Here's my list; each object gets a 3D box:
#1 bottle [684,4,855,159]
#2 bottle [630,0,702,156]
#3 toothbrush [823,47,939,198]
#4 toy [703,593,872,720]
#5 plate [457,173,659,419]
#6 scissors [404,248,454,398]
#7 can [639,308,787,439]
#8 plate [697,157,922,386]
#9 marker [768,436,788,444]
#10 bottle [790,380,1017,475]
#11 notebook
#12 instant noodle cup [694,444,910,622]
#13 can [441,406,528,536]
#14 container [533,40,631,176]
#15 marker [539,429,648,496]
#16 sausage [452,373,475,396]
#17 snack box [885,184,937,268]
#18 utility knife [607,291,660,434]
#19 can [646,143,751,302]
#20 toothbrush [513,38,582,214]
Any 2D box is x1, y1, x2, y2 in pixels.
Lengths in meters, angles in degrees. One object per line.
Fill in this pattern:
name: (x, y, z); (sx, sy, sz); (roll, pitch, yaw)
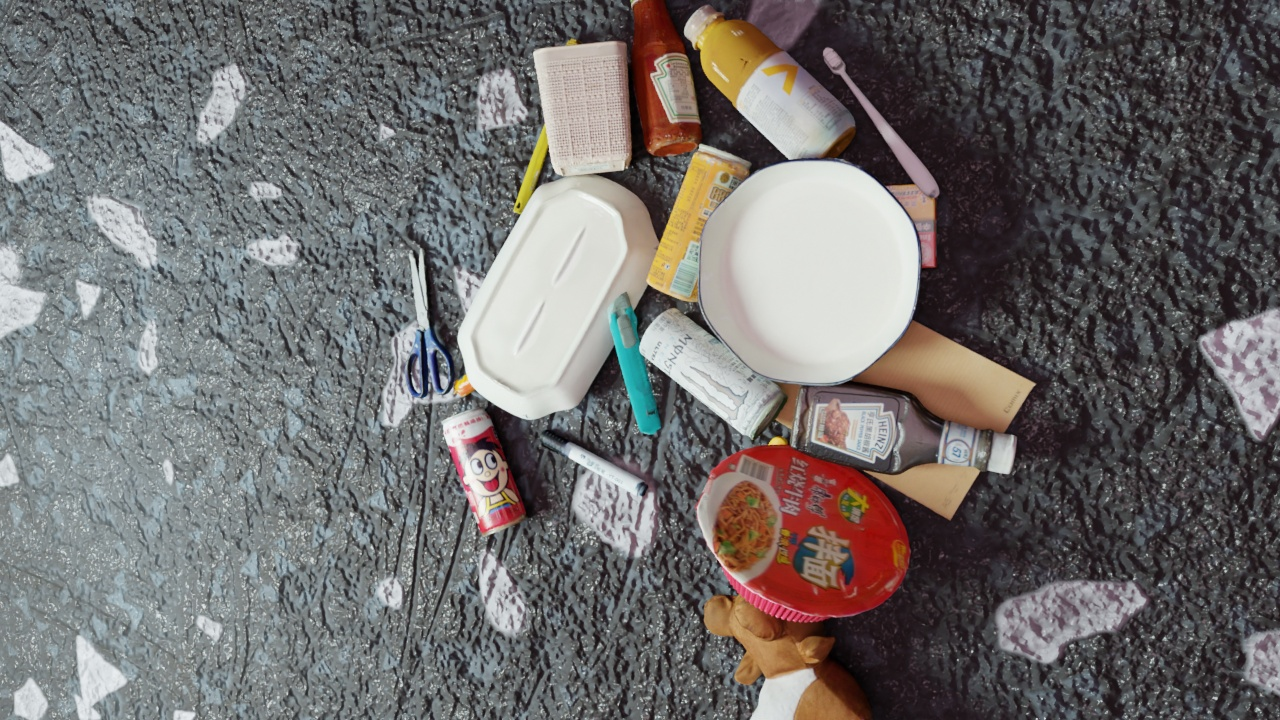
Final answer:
bottle: (0.117, -0.260, 0.864); (0.189, 0.068, 0.068); (47, 106, 11)
bottle: (0.016, -0.307, 0.904); (0.060, 0.059, 0.206); (-12, 87, 20)
toothbrush: (0.219, -0.219, 0.841); (0.016, 0.016, 0.180); (-36, 71, 18)
toy: (0.146, 0.302, 0.862); (0.130, 0.140, 0.199); (-34, 89, -20)
plate: (-0.091, -0.068, 0.947); (0.162, 0.034, 0.266); (32, 95, 12)
scissors: (-0.235, -0.042, 1.026); (0.125, 0.012, 0.174); (23, 104, 32)
can: (0.070, 0.012, 0.897); (0.147, 0.058, 0.058); (39, 105, 18)
plate: (0.155, -0.081, 0.845); (0.205, 0.045, 0.205); (2, 97, 19)
marker: (0.109, 0.127, 0.919); (0.018, 0.015, 0.124); (37, 107, 16)
bottle: (0.239, 0.067, 0.842); (0.195, 0.044, 0.080); (11, 100, 19)
notebook: (0.235, 0.035, 0.870); (0.211, 0.012, 0.150); (30, 104, 16)
instant noodle cup: (0.142, 0.166, 0.841); (0.194, 0.193, 0.066); (28, 134, 16)
can: (-0.170, 0.120, 0.997); (0.053, 0.053, 0.132); (-23, 85, 19)
container: (-0.053, -0.245, 0.907); (0.090, 0.090, 0.111); (-6, 94, -2)
marker: (-0.051, 0.110, 0.974); (0.131, 0.018, 0.023); (27, 110, 17)
sausage: (-0.143, -0.004, 0.997); (0.165, 0.021, 0.021); (-32, 82, 18)
snack box: (0.197, -0.123, 0.865); (0.156, 0.027, 0.077); (0, 94, 20)
utility knife: (-0.006, 0.005, 0.934); (0.029, 0.013, 0.151); (-17, 104, -6)
can: (0.057, -0.133, 0.898); (0.058, 0.058, 0.146); (24, 101, 17)
toothbrush: (-0.099, -0.246, 0.969); (0.016, 0.016, 0.190); (24, 101, 18)
